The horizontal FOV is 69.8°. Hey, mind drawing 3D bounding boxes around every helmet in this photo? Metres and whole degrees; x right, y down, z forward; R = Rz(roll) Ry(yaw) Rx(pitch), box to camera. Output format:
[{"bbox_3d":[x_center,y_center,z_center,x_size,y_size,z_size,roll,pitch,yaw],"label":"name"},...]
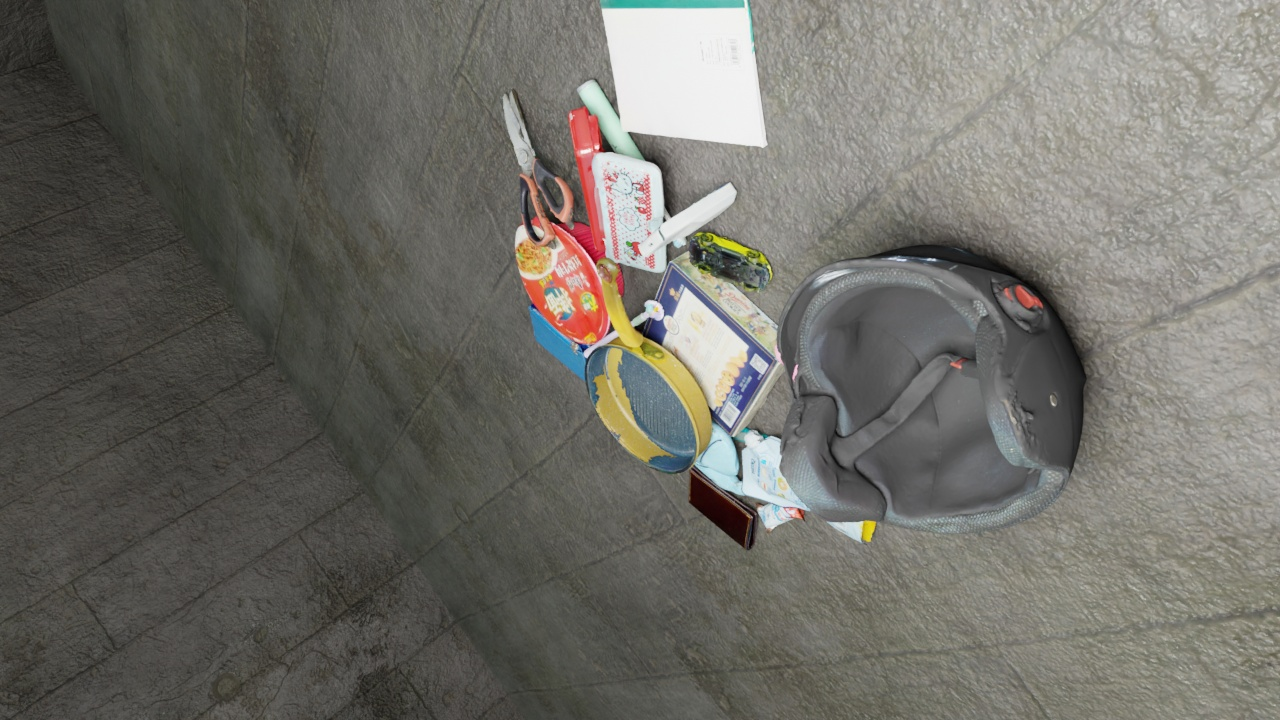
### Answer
[{"bbox_3d":[0.248,0.016,0.788,0.234,0.229,0.274,-26,98,44],"label":"helmet"}]

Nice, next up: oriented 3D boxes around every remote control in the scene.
[{"bbox_3d":[0.053,-0.152,0.992,0.024,0.124,0.049,55,149,0],"label":"remote control"}]

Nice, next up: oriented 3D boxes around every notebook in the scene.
[{"bbox_3d":[0.042,-0.307,0.972,0.209,0.012,0.150,21,133,42],"label":"notebook"}]

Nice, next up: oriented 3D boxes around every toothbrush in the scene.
[{"bbox_3d":[-0.027,-0.036,1.209,0.029,0.021,0.190,53,144,-4],"label":"toothbrush"},{"bbox_3d":[-0.006,-0.233,1.093,0.027,0.026,0.224,-27,97,52],"label":"toothbrush"}]

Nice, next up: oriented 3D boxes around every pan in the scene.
[{"bbox_3d":[-0.007,0.007,1.134,0.198,0.078,0.358,29,141,32],"label":"pan"}]

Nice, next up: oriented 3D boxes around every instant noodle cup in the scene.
[{"bbox_3d":[-0.090,-0.121,1.275,0.194,0.065,0.194,35,144,30],"label":"instant noodle cup"}]

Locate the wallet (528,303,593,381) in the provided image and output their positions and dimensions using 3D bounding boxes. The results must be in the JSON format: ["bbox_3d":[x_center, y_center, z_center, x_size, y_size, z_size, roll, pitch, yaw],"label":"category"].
[{"bbox_3d":[-0.117,-0.031,1.422,0.133,0.040,0.106,38,153,26],"label":"wallet"}]

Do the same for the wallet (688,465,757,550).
[{"bbox_3d":[0.118,0.217,1.344,0.122,0.020,0.096,36,148,29],"label":"wallet"}]

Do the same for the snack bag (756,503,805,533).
[{"bbox_3d":[0.188,0.205,1.239,0.104,0.026,0.048,-35,76,58],"label":"snack bag"}]

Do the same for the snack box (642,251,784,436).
[{"bbox_3d":[0.090,-0.019,1.144,0.182,0.045,0.178,45,147,16],"label":"snack box"}]

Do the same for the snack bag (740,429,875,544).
[{"bbox_3d":[0.204,0.157,1.150,0.191,0.038,0.110,23,140,37],"label":"snack bag"}]

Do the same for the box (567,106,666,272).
[{"bbox_3d":[-0.032,-0.191,1.090,0.154,0.073,0.201,46,164,24],"label":"box"}]

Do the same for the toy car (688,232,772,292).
[{"bbox_3d":[0.104,-0.115,1.049,0.105,0.032,0.048,25,138,23],"label":"toy car"}]

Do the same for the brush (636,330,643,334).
[{"bbox_3d":[0.013,0.029,1.270,0.146,0.069,0.063,59,150,-6],"label":"brush"}]

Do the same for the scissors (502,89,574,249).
[{"bbox_3d":[-0.135,-0.258,1.197,0.192,0.015,0.207,22,107,36],"label":"scissors"}]

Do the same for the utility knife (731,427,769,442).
[{"bbox_3d":[0.145,0.101,1.212,0.180,0.013,0.029,17,136,46],"label":"utility knife"}]

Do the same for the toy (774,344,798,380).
[{"bbox_3d":[0.234,0.063,1.003,0.179,0.074,0.195,13,134,35],"label":"toy"}]

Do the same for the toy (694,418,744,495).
[{"bbox_3d":[0.096,0.121,1.243,0.161,0.049,0.156,47,160,2],"label":"toy"}]
